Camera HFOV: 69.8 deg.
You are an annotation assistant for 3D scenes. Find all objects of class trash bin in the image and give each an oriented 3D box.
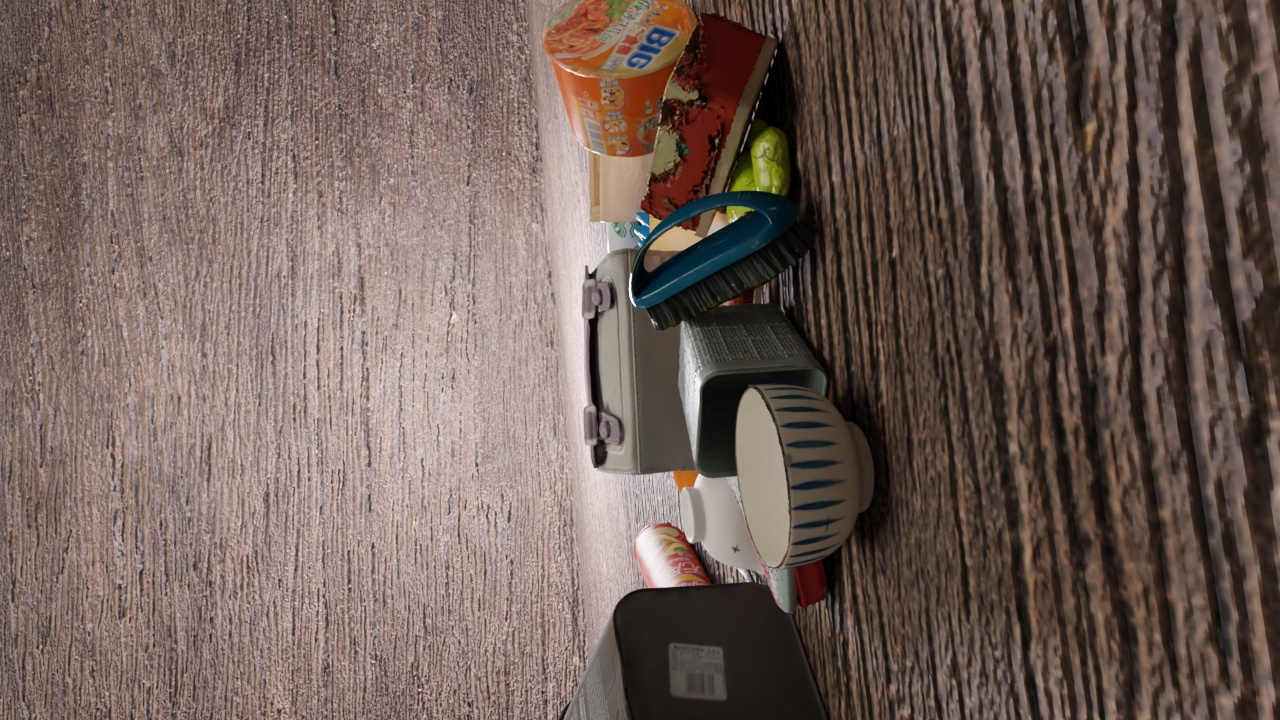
[{"bbox_3d":[0.039,0.314,0.768,0.198,0.198,0.220,-105,19,-45],"label":"trash bin"}]

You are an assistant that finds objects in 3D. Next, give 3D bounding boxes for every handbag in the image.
[{"bbox_3d":[-0.005,0.005,0.847,0.145,0.098,0.197,161,107,-72],"label":"handbag"}]

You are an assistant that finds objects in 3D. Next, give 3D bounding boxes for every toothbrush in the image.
[{"bbox_3d":[0.094,0.191,0.883,0.016,0.014,0.189,62,179,-18],"label":"toothbrush"}]

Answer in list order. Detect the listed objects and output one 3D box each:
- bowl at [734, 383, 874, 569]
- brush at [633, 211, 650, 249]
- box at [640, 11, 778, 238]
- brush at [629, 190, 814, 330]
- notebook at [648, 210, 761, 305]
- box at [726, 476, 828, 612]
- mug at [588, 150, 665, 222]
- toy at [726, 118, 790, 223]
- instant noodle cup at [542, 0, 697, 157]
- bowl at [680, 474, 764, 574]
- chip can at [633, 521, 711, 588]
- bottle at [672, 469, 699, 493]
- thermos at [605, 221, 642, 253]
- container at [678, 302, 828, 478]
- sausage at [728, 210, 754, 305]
[{"bbox_3d":[0.106,0.070,0.583,0.116,0.066,0.116,174,91,-81],"label":"bowl"},{"bbox_3d":[0.041,-0.011,0.983,0.109,0.060,0.315,-135,38,-70],"label":"brush"},{"bbox_3d":[0.042,-0.178,0.712,0.169,0.077,0.091,105,-173,-65],"label":"box"},{"bbox_3d":[0.047,-0.077,0.648,0.073,0.144,0.055,50,-144,-18],"label":"brush"},{"bbox_3d":[0.054,-0.067,0.840,0.206,0.010,0.146,-152,58,-62],"label":"notebook"},{"bbox_3d":[0.088,0.097,0.712,0.201,0.047,0.087,-108,0,-54],"label":"box"},{"bbox_3d":[-0.019,-0.213,1.069,0.125,0.084,0.103,10,105,50],"label":"mug"},{"bbox_3d":[0.089,-0.129,0.687,0.100,0.031,0.096,162,100,-75],"label":"toy"},{"bbox_3d":[-0.016,-0.283,0.917,0.112,0.151,0.151,83,176,-52],"label":"instant noodle cup"},{"bbox_3d":[0.072,0.135,0.822,0.118,0.064,0.118,174,91,-81],"label":"bowl"},{"bbox_3d":[0.043,0.256,1.037,0.216,0.073,0.073,-131,37,-74],"label":"chip can"},{"bbox_3d":[0.057,0.100,0.926,0.067,0.066,0.149,-135,33,-75],"label":"bottle"},{"bbox_3d":[-0.012,-0.175,1.149,0.073,0.073,0.224,-144,50,-78],"label":"thermos"},{"bbox_3d":[0.076,0.016,0.679,0.111,0.090,0.090,-103,12,-58],"label":"container"},{"bbox_3d":[0.079,-0.052,0.714,0.156,0.020,0.020,89,171,-45],"label":"sausage"}]
